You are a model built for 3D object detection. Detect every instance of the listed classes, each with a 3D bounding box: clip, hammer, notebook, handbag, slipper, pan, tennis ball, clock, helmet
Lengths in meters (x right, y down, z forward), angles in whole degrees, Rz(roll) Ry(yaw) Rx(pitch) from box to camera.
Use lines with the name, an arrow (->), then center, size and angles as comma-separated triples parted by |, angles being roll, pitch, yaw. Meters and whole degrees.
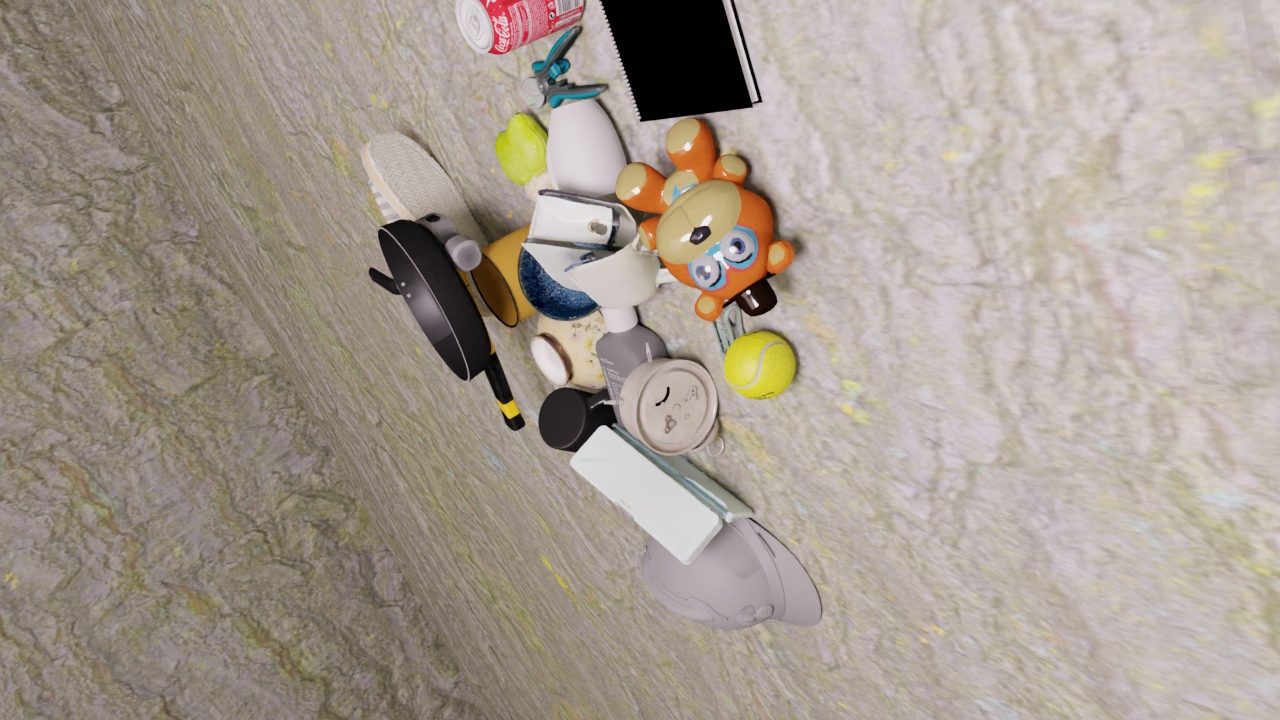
clip -> 0.089, -0.024, 0.909 | 0.043, 0.023, 0.076 | 18, 137, 45
hammer -> -0.205, -0.039, 1.146 | 0.170, 0.034, 0.325 | 35, 149, 48
notebook -> 0.013, -0.300, 0.744 | 0.149, 0.016, 0.207 | 11, 129, 51
handbag -> -0.013, -0.095, 0.884 | 0.176, 0.074, 0.151 | 11, 171, 13
slipper -> -0.266, -0.173, 1.201 | 0.054, 0.114, 0.272 | -24, 108, 42
pan -> -0.276, -0.088, 1.134 | 0.356, 0.044, 0.204 | 25, 142, 58
tennis ball -> 0.111, 0.005, 0.860 | 0.065, 0.065, 0.065 | 37, 147, 30
clock -> 0.038, 0.058, 1.010 | 0.157, 0.103, 0.061 | 41, 168, -30
helmet -> 0.080, 0.269, 1.129 | 0.271, 0.117, 0.184 | 28, 141, 37

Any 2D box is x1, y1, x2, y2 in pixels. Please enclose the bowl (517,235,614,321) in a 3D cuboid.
bowl -> -0.073, -0.101, 1.019 | 0.114, 0.060, 0.114 | 1, 94, 18

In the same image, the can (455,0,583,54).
can -> -0.106, -0.315, 0.814 | 0.064, 0.104, 0.064 | 37, 147, 30

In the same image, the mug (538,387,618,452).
mug -> -0.059, 0.070, 1.154 | 0.114, 0.088, 0.078 | -34, 61, 26

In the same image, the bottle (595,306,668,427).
bottle -> -0.006, 0.006, 1.059 | 0.084, 0.046, 0.174 | 20, 136, 47

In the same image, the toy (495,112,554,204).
toy -> -0.113, -0.208, 1.003 | 0.118, 0.043, 0.092 | 55, 149, -6

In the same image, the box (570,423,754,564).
box -> 0.024, 0.147, 1.081 | 0.197, 0.126, 0.074 | 37, 118, 31

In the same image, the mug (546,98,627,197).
mug -> -0.064, -0.203, 0.902 | 0.107, 0.071, 0.089 | 1, 111, 53

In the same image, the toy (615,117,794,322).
toy -> 0.060, -0.114, 0.786 | 0.112, 0.096, 0.176 | -39, 89, 21

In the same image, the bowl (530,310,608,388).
bowl -> -0.091, -0.013, 1.150 | 0.145, 0.063, 0.145 | 38, 148, 29

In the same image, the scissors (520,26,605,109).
scissors -> -0.079, -0.278, 0.902 | 0.124, 0.019, 0.156 | 46, 152, 20

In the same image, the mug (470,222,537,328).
mug -> -0.143, -0.107, 1.095 | 0.124, 0.094, 0.100 | 21, 137, 53
